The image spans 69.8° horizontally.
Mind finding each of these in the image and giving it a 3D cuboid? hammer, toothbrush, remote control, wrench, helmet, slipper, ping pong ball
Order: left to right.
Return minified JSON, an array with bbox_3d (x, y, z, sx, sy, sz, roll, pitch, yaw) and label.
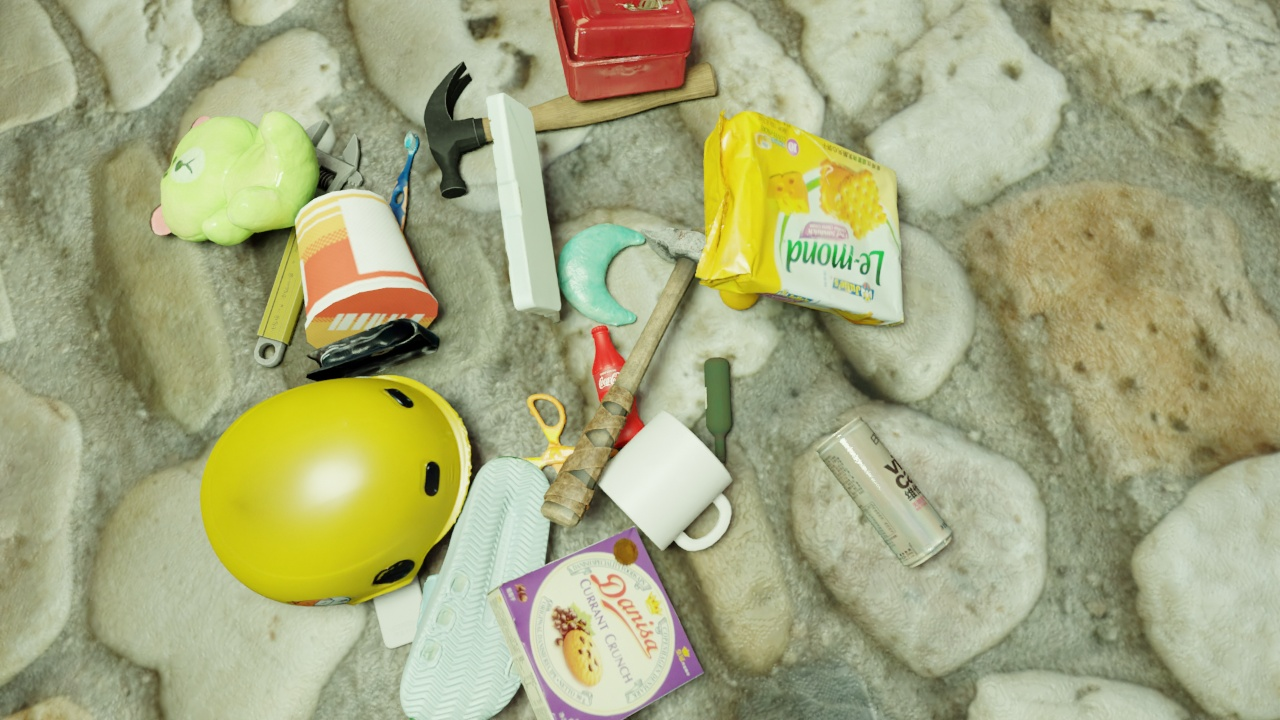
[{"bbox_3d":[-0.353,-0.124,0.957,0.083,0.018,0.273,12,78,7],"label":"wrench"},{"bbox_3d":[-0.283,0.110,0.804,0.240,0.139,0.209,-30,75,18],"label":"helmet"},{"bbox_3d":[-0.239,0.197,0.875,0.045,0.008,0.146,-19,76,0],"label":"remote control"},{"bbox_3d":[-0.251,-0.178,0.963,0.021,0.017,0.135,4,76,15],"label":"toothbrush"},{"bbox_3d":[-0.143,0.206,0.828,0.104,0.074,0.245,23,66,-22],"label":"slipper"},{"bbox_3d":[-0.073,-0.268,0.965,0.305,0.040,0.132,-13,79,0],"label":"hammer"},{"bbox_3d":[-0.005,0.005,0.840,0.122,0.049,0.318,12,64,34],"label":"hammer"},{"bbox_3d":[0.097,-0.070,0.899,0.040,0.040,0.040,-1,76,4],"label":"ping pong ball"}]

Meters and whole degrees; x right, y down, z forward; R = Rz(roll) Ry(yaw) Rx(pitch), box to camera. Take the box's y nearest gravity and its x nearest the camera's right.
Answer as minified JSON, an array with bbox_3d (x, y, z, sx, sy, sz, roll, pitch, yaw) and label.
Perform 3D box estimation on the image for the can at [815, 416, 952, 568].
[{"bbox_3d":[0.222,0.120,0.837,0.054,0.054,0.135,-35,76,-5],"label":"can"}]

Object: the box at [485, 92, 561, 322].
[{"bbox_3d":[-0.102,-0.139,0.867,0.041,0.134,0.197,-9,85,13],"label":"box"}]

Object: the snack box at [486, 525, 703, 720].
[{"bbox_3d":[-0.039,0.238,0.798,0.147,0.041,0.143,-18,75,-33],"label":"snack box"}]

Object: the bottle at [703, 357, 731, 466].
[{"bbox_3d":[0.075,0.050,0.879,0.025,0.025,0.106,-2,76,3],"label":"bottle"}]

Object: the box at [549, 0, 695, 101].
[{"bbox_3d":[-0.024,-0.349,0.932,0.129,0.093,0.157,-8,55,-7],"label":"box"}]

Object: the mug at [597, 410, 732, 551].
[{"bbox_3d":[0.030,0.120,0.836,0.090,0.091,0.121,-44,94,-7],"label":"mug"}]

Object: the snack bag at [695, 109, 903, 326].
[{"bbox_3d":[0.147,-0.123,0.840,0.246,0.068,0.159,11,77,-36],"label":"snack bag"}]

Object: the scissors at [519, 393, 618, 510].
[{"bbox_3d":[-0.088,0.094,0.888,0.128,0.011,0.125,-31,76,-2],"label":"scissors"}]

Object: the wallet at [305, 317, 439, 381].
[{"bbox_3d":[-0.258,-0.008,0.886,0.115,0.089,0.026,-20,81,-2],"label":"wallet"}]

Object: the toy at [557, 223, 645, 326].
[{"bbox_3d":[-0.041,-0.088,0.920,0.085,0.033,0.105,8,79,-8],"label":"toy"}]

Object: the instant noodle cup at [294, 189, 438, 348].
[{"bbox_3d":[-0.275,-0.089,0.894,0.123,0.123,0.121,-21,70,-1],"label":"instant noodle cup"}]

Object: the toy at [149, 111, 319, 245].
[{"bbox_3d":[-0.402,-0.180,0.923,0.197,0.107,0.150,12,81,44],"label":"toy"}]

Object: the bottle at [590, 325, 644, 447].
[{"bbox_3d":[-0.026,0.023,0.887,0.036,0.036,0.119,-15,75,0],"label":"bottle"}]
